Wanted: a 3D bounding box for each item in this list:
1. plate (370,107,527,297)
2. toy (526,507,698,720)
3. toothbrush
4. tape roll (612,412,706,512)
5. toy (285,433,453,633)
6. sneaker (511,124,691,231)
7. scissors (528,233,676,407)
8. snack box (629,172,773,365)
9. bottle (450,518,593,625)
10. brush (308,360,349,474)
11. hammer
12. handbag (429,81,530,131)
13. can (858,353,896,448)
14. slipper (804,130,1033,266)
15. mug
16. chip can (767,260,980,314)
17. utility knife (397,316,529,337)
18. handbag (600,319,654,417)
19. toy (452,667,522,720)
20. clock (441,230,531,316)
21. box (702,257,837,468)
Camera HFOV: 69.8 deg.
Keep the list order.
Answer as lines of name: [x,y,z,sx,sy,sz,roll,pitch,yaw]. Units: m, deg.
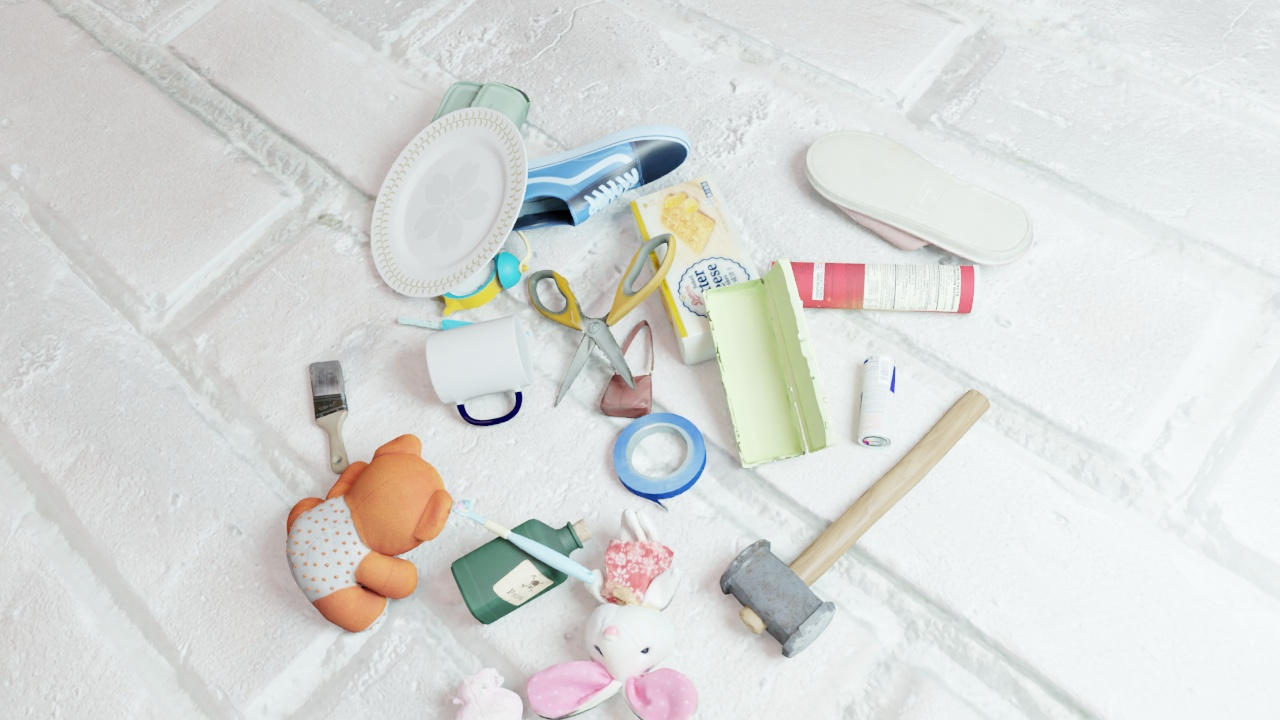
plate: [-0.227,-0.186,1.086,0.243,0.016,0.242,-11,68,29]
toy: [-0.010,0.230,0.825,0.159,0.084,0.193,-1,60,25]
toothbrush: [-0.107,0.166,0.844,0.155,0.016,0.022,24,31,20]
tape roll: [0.020,0.097,0.935,0.091,0.016,0.093,31,69,25]
toy: [-0.265,0.163,0.913,0.172,0.093,0.163,-39,58,1]
sneaker: [-0.049,-0.200,1.080,0.241,0.083,0.098,-15,59,-2]
scissors: [-0.052,-0.056,1.008,0.230,0.016,0.225,31,88,38]
snack box: [0.065,-0.104,1.020,0.104,0.057,0.207,-18,58,0]
bottle: [-0.107,0.192,0.876,0.131,0.061,0.061,-29,61,-7]
brush: [-0.345,0.061,1.025,0.039,0.012,0.151,-19,59,-1]
hammer: [0.217,0.137,0.862,0.327,0.052,0.098,-39,61,-16]
handbag: [-0.209,-0.297,1.178,0.106,0.067,0.121,11,62,14]
can: [0.237,0.040,0.919,0.032,0.032,0.095,5,61,13]
slipper: [0.302,-0.176,1.021,0.274,0.054,0.114,35,71,29]
mug: [-0.168,0.015,0.990,0.097,0.078,0.112,-12,87,3]
chip can: [0.244,-0.078,0.976,0.215,0.052,0.051,3,61,12]
utility knife: [-0.206,-0.039,1.055,0.162,0.015,0.022,11,62,14]
handbag: [-0.006,0.006,0.991,0.055,0.029,0.119,1,54,17]
toy: [-0.129,0.330,0.810,0.063,0.047,0.110,-23,68,5]
clock: [-0.191,-0.111,1.082,0.129,0.044,0.099,-37,60,-3]
box: [0.132,0.005,0.906,0.128,0.066,0.188,-24,76,44]
